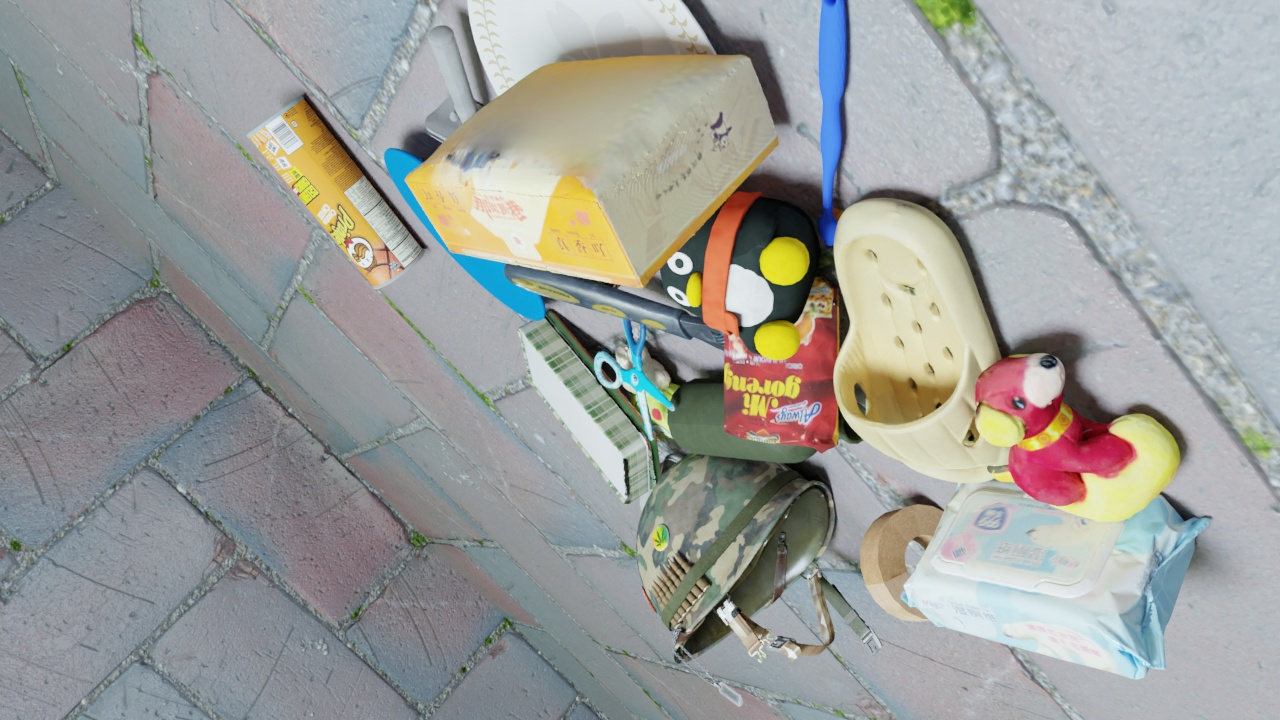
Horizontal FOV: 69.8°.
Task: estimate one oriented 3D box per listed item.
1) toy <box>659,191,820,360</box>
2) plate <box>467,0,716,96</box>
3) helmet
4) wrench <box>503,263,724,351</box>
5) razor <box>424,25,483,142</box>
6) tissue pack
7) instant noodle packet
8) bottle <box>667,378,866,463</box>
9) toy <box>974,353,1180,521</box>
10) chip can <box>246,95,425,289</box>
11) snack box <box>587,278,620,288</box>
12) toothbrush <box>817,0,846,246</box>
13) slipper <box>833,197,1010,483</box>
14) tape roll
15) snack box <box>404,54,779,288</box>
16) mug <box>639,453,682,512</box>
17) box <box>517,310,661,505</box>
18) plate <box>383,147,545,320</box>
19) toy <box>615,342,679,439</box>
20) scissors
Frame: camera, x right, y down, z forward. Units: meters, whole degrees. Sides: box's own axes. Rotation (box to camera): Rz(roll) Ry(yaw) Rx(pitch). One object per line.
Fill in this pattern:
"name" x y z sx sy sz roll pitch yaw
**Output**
"toy" 0.060 -0.066 0.617 0.119 0.099 0.098 13 130 18
"plate" -0.027 -0.197 0.649 0.242 0.016 0.243 33 153 19
"helmet" 0.102 0.203 0.875 0.236 0.224 0.192 27 -166 33
"wrench" 0.005 -0.041 0.786 0.273 0.022 0.073 18 157 18
"razor" -0.145 -0.217 0.738 0.088 0.047 0.116 31 158 22
"tissue pack" 0.281 0.141 0.631 0.070 0.111 0.182 51 153 -21
"instant noodle packet" 0.103 -0.001 0.688 0.099 0.039 0.135 7 101 46
"bottle" 0.107 0.050 0.779 0.071 0.071 0.207 52 154 -20
"toy" 0.261 0.051 0.572 0.137 0.067 0.106 39 133 -11
"chip can" -0.342 -0.188 1.044 0.075 0.075 0.215 2 133 54
"snack box" -0.075 -0.115 0.827 0.141 0.031 0.051 40 155 5
"toothbrush" 0.115 -0.140 0.544 0.016 0.018 0.183 27 148 30
"slipper" 0.182 0.013 0.613 0.111 0.079 0.262 13 142 41
"tape roll" 0.231 0.169 0.765 0.094 0.093 0.027 43 155 -2
"snack box" -0.038 -0.131 0.578 0.195 0.144 0.081 15 144 44
"mug" 0.045 0.143 1.007 0.071 0.084 0.113 12 134 50
"box" -0.054 0.048 0.976 0.205 0.050 0.118 47 157 30
"plate" -0.170 -0.130 0.925 0.224 0.024 0.225 41 165 13
"toy" 0.013 0.033 0.921 0.115 0.046 0.092 60 156 -16
"scissors" -0.005 0.004 0.865 0.134 0.012 0.134 40 129 48
